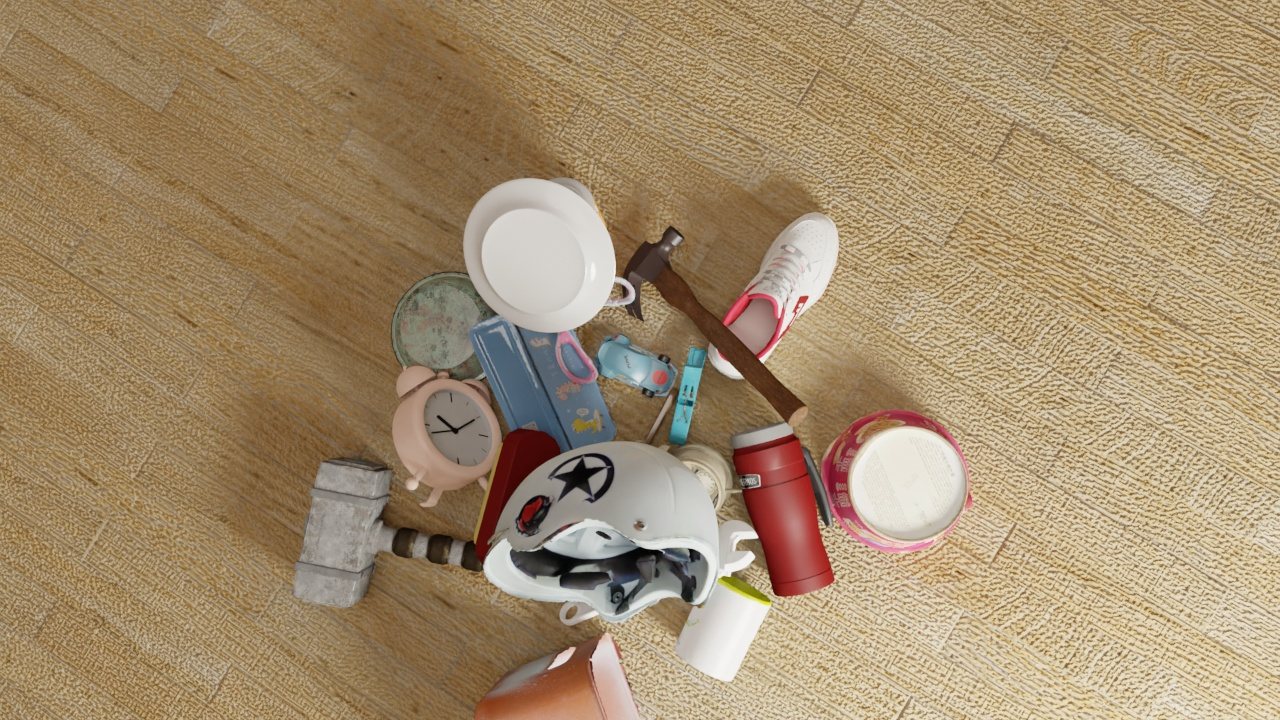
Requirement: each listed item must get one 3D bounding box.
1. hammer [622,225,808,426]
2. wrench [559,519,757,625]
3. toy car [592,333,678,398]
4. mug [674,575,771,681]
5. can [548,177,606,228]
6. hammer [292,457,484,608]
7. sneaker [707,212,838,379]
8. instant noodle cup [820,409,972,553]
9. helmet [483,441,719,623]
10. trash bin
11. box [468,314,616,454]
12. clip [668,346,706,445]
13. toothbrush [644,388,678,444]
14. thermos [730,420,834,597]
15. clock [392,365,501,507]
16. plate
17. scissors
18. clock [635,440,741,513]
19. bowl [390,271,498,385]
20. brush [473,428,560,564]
[{"bbox_3d":[0.084,-0.036,1.085,0.115,0.033,0.323,-51,53,13],"label":"hammer"},{"bbox_3d":[0.018,0.266,1.120,0.274,0.018,0.066,-26,39,15],"label":"wrench"},{"bbox_3d":[-0.007,0.007,1.169,0.108,0.027,0.060,25,88,6],"label":"toy car"},{"bbox_3d":[0.099,0.319,1.109,0.082,0.082,0.106,27,89,6],"label":"mug"},{"bbox_3d":[-0.086,-0.170,1.131,0.079,0.142,0.079,0,85,5],"label":"can"},{"bbox_3d":[-0.260,0.235,1.155,0.326,0.079,0.177,11,87,0],"label":"hammer"},{"bbox_3d":[0.167,-0.084,1.122,0.090,0.104,0.236,38,89,7],"label":"sneaker"},{"bbox_3d":[0.316,0.147,1.106,0.179,0.077,0.178,0,86,5],"label":"instant noodle cup"},{"bbox_3d":[-0.043,0.182,1.042,0.264,0.236,0.163,-15,50,23],"label":"helmet"},{"bbox_3d":[-0.073,0.473,1.065,0.157,0.181,0.259,-20,85,5],"label":"trash bin"},{"bbox_3d":[-0.122,0.028,1.155,0.125,0.021,0.209,-22,99,3],"label":"box"},{"bbox_3d":[0.058,0.045,1.148,0.027,0.103,0.120,14,107,7],"label":"clip"},{"bbox_3d":[0.004,0.109,1.166,0.016,0.016,0.167,28,89,6],"label":"toothbrush"},{"bbox_3d":[0.182,0.175,1.118,0.107,0.084,0.198,-14,86,-27],"label":"thermos"},{"bbox_3d":[-0.242,0.092,1.127,0.086,0.131,0.160,-24,62,37],"label":"clock"},{"bbox_3d":[-0.123,-0.116,1.070,0.189,0.016,0.189,7,117,14],"label":"plate"},{"bbox_3d":[-0.081,-0.060,1.135,0.173,0.013,0.170,-34,96,0],"label":"scissors"},{"bbox_3d":[0.048,0.144,1.127,0.141,0.054,0.093,34,112,6],"label":"clock"},{"bbox_3d":[-0.252,-0.040,1.188,0.157,0.038,0.157,0,86,5],"label":"bowl"},{"bbox_3d":[-0.153,0.168,1.113,0.042,0.082,0.173,4,75,38],"label":"brush"}]
